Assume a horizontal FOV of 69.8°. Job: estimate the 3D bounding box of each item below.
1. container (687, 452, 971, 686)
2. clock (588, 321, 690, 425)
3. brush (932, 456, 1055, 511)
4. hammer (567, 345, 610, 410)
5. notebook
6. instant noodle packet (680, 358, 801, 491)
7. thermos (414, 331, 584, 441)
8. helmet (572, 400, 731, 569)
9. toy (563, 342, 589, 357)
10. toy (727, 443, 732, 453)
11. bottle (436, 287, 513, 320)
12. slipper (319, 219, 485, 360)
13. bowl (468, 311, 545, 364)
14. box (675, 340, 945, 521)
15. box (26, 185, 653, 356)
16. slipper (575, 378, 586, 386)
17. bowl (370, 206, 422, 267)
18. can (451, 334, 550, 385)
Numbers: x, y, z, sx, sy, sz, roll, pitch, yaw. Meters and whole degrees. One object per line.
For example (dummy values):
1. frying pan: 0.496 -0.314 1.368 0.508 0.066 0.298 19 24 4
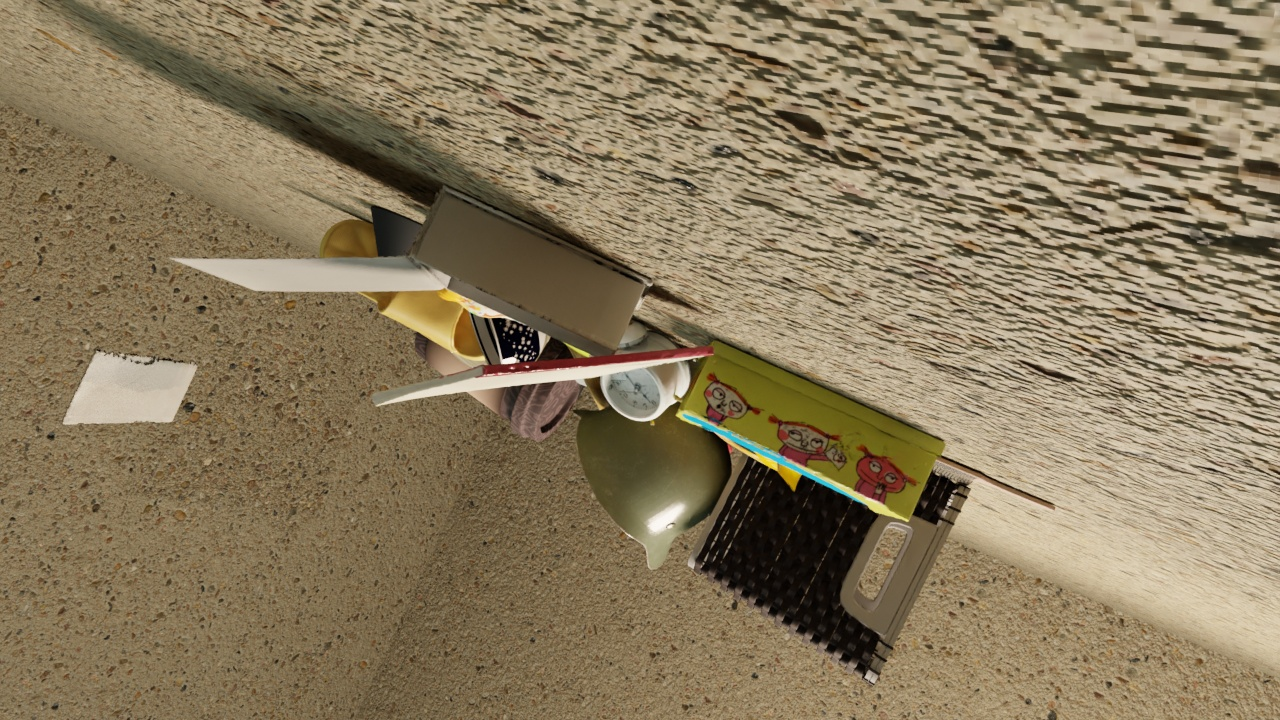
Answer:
1. container: 0.232 0.218 1.146 0.244 0.247 0.245 26 177 18
2. clock: -0.005 0.005 0.918 0.117 0.056 0.083 49 132 -2
3. brush: 0.333 0.121 0.894 0.136 0.015 0.050 23 176 16
4. hammer: -0.061 0.018 1.191 0.132 0.033 0.331 20 160 19
5. notebook: -0.069 0.010 0.680 0.208 0.012 0.153 -6 176 -43
6. instant noodle packet: 0.091 0.048 1.011 0.222 0.084 0.163 30 177 22
7. thermos: -0.205 -0.006 1.364 0.226 0.172 0.172 30 177 11
8. helmet: 0.027 0.124 1.141 0.227 0.154 0.267 63 -161 13
9. toy: -0.065 -0.037 0.979 0.092 0.043 0.118 34 169 2
10. toy: 0.204 0.225 2.631 0.135 0.045 0.091 29 180 21
11. bottle: -0.134 -0.069 0.840 0.109 0.063 0.063 26 176 -31
12. slipper: -0.271 -0.093 1.081 0.263 0.099 0.078 28 175 12
13. bowl: -0.134 -0.045 0.959 0.066 0.120 0.120 -19 -169 -18
14. box: 0.145 0.061 0.834 0.221 0.079 0.124 27 175 3
15. box: -0.202 -0.078 0.704 0.418 0.108 0.166 12 176 -2
16. slipper: -0.002 0.010 1.239 0.098 0.054 0.269 23 165 -24
17. bowl: -0.236 -0.109 0.965 0.124 0.052 0.124 24 176 2
18. can: -0.190 -0.034 1.217 0.128 0.073 0.128 23 153 12
